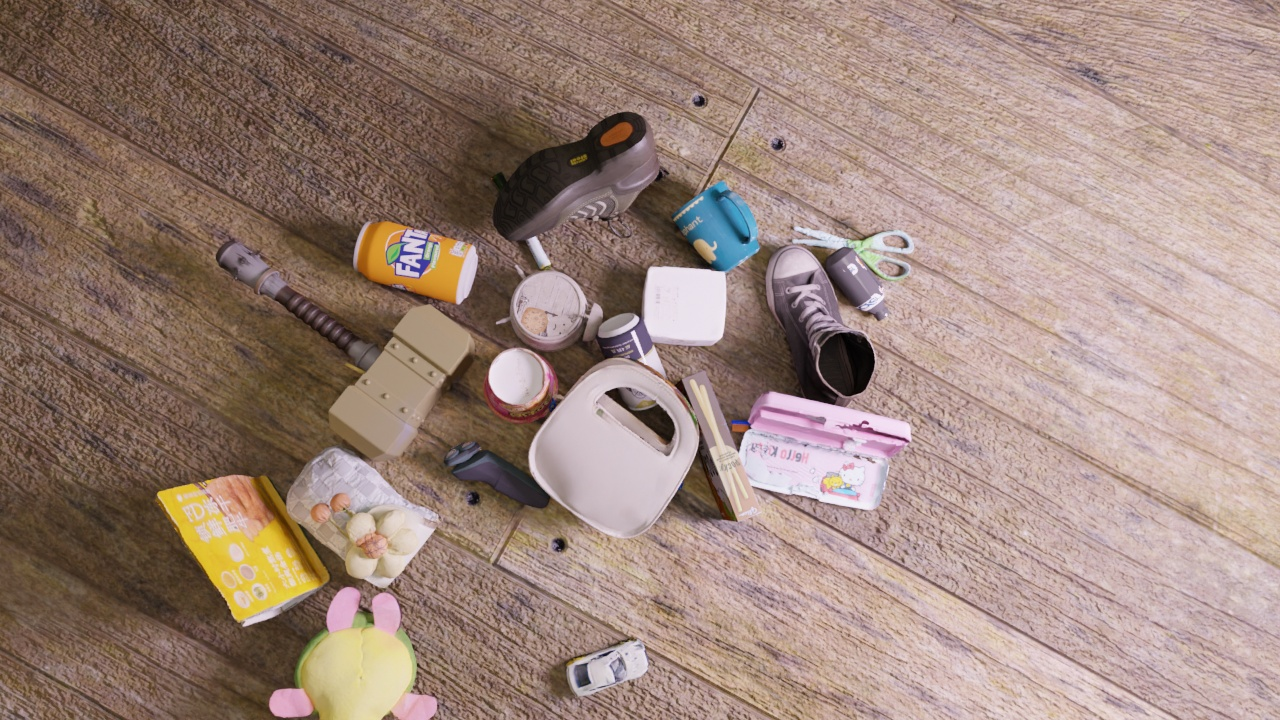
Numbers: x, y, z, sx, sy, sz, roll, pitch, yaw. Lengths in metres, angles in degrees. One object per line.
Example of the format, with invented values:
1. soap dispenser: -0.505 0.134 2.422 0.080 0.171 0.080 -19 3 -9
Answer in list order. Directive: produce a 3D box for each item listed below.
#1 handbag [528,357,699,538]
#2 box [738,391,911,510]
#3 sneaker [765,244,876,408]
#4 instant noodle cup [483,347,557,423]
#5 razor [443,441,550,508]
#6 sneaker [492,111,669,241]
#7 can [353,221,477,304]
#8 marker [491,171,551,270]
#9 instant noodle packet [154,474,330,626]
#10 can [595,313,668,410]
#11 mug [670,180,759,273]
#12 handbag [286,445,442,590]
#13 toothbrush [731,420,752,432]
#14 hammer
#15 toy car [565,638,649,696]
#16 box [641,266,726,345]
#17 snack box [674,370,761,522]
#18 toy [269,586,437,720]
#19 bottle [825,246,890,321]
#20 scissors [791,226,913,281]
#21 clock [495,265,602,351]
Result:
1. handbag: -0.026 0.098 1.143 0.200 0.093 0.200 38 103 0
2. box: 0.233 0.109 1.190 0.201 0.150 0.073 13 36 -4
3. sneaker: 0.232 -0.050 1.189 0.095 0.120 0.234 -9 80 -6
4. instant noodle cup: -0.152 0.026 1.151 0.097 0.109 0.097 1 81 -5
5. razor: -0.180 0.148 1.166 0.143 0.047 0.052 31 109 -5
6. sneaker: -0.070 -0.220 1.204 0.238 0.143 0.101 -28 60 14
7. can: -0.286 -0.127 1.176 0.142 0.079 0.079 15 81 -3
8. marker: -0.159 -0.185 1.226 0.017 0.017 0.146 -28 85 -8
9. instant noodle packet: -0.458 0.216 1.042 0.084 0.222 0.163 -32 85 -6
10. can: -0.007 0.007 1.171 0.064 0.064 0.127 -26 112 -8
11. mug: 0.110 -0.175 1.201 0.084 0.112 0.104 -35 93 -27
12. handbag: -0.343 0.187 1.105 0.171 0.123 0.112 40 87 -4
13. toothbrush: 0.210 0.100 1.217 0.182 0.016 0.018 10 86 -3
14. hammer: -0.389 -0.042 1.144 0.325 0.101 0.190 36 81 1
15. toy car: -0.041 0.385 1.148 0.105 0.033 0.048 -17 82 -8
16. box: 0.054 -0.072 1.219 0.107 0.076 0.102 4 80 -7
17. snack box: 0.094 0.110 1.163 0.031 0.101 0.186 -21 84 -8
18. toy: -0.341 0.392 1.094 0.190 0.088 0.238 8 86 -23
19. bottle: 0.295 -0.102 1.236 0.047 0.047 0.112 -40 94 -9
20. scissors: 0.289 -0.150 1.261 0.175 0.033 0.078 7 84 1
21. clock: -0.100 -0.061 1.191 0.157 0.061 0.103 17 81 0
